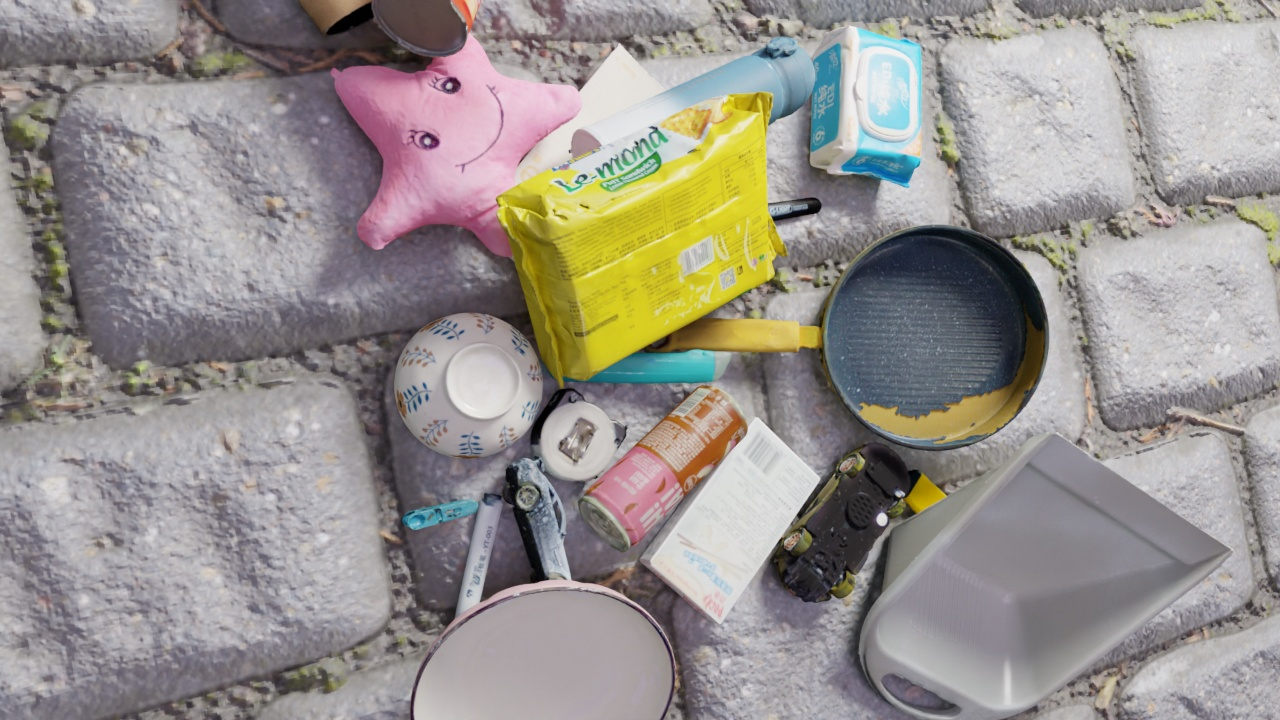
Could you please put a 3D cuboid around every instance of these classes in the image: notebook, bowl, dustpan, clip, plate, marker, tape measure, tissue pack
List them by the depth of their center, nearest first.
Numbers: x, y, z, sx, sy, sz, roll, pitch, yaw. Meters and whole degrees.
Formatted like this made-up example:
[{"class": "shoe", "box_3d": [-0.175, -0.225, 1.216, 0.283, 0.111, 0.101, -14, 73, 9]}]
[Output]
[{"class": "plate", "box_3d": [-0.071, 0.236, 0.673, 0.192, 0.039, 0.193, -5, 114, -12]}, {"class": "bowl", "box_3d": [-0.123, 0.017, 0.687, 0.113, 0.062, 0.113, 2, 84, -22]}, {"class": "clip", "box_3d": [-0.150, 0.115, 0.690, 0.057, 0.046, 0.014, -10, 88, -23]}, {"class": "marker", "box_3d": [-0.125, 0.166, 0.697, 0.022, 0.018, 0.130, 17, 80, -28]}, {"class": "tape measure", "box_3d": [-0.052, 0.063, 0.726, 0.065, 0.034, 0.066, 35, 74, -14]}, {"class": "notebook", "box_3d": [-0.024, -0.142, 0.765, 0.146, 0.010, 0.206, 41, 73, -15]}, {"class": "dustpan", "box_3d": [0.317, 0.212, 0.776, 0.222, 0.259, 0.142, 30, 52, -17]}, {"class": "marker", "box_3d": [0.109, -0.131, 0.815, 0.124, 0.015, 0.018, -12, 93, -23]}, {"class": "tissue pack", "box_3d": [0.208, -0.230, 0.836, 0.090, 0.063, 0.140, 5, 84, -21]}]

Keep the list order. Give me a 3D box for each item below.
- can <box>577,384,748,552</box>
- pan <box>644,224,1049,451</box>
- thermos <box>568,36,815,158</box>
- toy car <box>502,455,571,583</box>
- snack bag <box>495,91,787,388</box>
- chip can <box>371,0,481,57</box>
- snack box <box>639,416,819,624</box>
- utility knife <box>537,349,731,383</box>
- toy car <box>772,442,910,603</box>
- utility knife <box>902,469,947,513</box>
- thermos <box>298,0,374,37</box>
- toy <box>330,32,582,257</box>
[{"class": "can", "box_3d": [0.020, 0.083, 0.733, 0.147, 0.058, 0.058, -41, 101, -24]}, {"class": "pan", "box_3d": [0.177, -0.020, 0.796, 0.357, 0.078, 0.197, 0, 91, 0]}, {"class": "thermos", "box_3d": [0.049, -0.202, 0.758, 0.220, 0.070, 0.070, -31, 97, -21]}, {"class": "toy car", "box_3d": [-0.075, 0.133, 0.700, 0.036, 0.054, 0.120, -14, 91, -20]}, {"class": "snack bag", "box_3d": [0.014, -0.091, 0.700, 0.246, 0.068, 0.158, -30, 129, -23]}, {"class": "chip can", "box_3d": [-0.131, -0.329, 0.681, 0.073, 0.073, 0.216, 21, 65, -19]}, {"class": "snack box", "box_3d": [0.078, 0.133, 0.775, 0.084, 0.027, 0.156, 43, 72, -13]}, {"class": "utility knife", "box_3d": [-0.004, 0.004, 0.748, 0.160, 0.013, 0.029, 1, 97, -9]}, {"class": "toy car", "box_3d": [0.179, 0.141, 0.806, 0.070, 0.042, 0.158, 46, 73, -12]}, {"class": "utility knife", "box_3d": [0.300, 0.160, 0.867, 0.173, 0.015, 0.033, 41, 78, -15]}, {"class": "thermos", "box_3d": [-0.239, -0.313, 0.656, 0.093, 0.093, 0.143, -35, 106, -20]}, {"class": "toy", "box_3d": [-0.150, -0.163, 0.682, 0.178, 0.075, 0.194, 24, 73, -9]}]
